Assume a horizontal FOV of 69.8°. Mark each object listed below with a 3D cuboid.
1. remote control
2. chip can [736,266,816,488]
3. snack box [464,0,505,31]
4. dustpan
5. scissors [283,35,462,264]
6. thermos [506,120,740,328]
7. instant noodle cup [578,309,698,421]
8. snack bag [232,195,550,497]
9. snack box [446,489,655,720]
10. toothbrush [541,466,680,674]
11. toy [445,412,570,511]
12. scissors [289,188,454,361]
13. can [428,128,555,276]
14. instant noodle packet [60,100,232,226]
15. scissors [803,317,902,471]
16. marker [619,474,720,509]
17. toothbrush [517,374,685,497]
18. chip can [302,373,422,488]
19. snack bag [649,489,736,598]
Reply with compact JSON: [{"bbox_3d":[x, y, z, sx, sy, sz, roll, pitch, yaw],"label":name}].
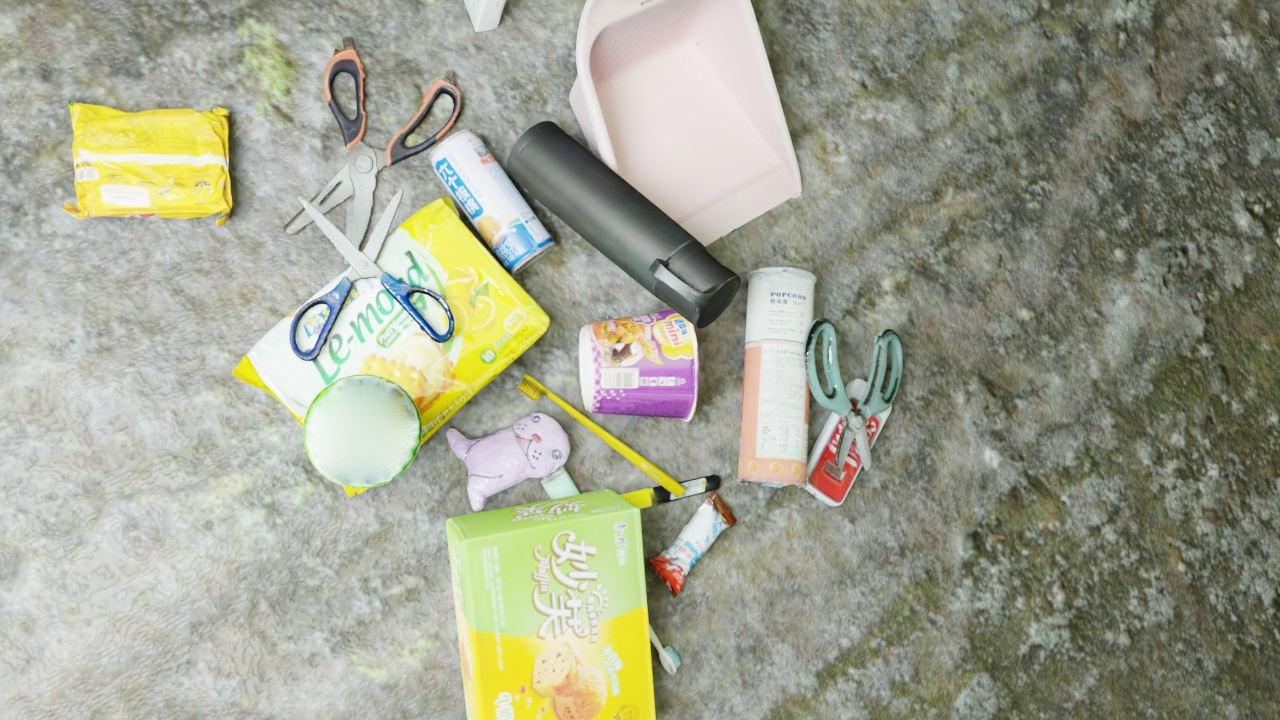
[{"bbox_3d":[0.216,0.085,0.965,0.056,0.020,0.135,36,73,-9],"label":"remote control"},{"bbox_3d":[0.137,0.019,0.922,0.071,0.071,0.214,7,79,-17],"label":"chip can"},{"bbox_3d":[-0.168,-0.408,0.880,0.026,0.085,0.157,-19,88,-19],"label":"snack box"},{"bbox_3d":[0.046,-0.249,0.899,0.222,0.139,0.273,-34,92,-21],"label":"dustpan"},{"bbox_3d":[-0.251,-0.202,0.858,0.188,0.015,0.226,-14,87,-20],"label":"scissors"},{"bbox_3d":[-0.020,-0.127,0.835,0.242,0.090,0.068,41,102,19],"label":"thermos"},{"bbox_3d":[-0.005,0.005,0.864,0.099,0.112,0.111,-3,82,-9],"label":"instant noodle cup"},{"bbox_3d":[-0.209,-0.015,0.813,0.246,0.068,0.158,-44,96,-18],"label":"snack bag"},{"bbox_3d":[-0.076,0.229,0.791,0.157,0.070,0.210,-7,99,-21],"label":"snack box"},{"bbox_3d":[-0.025,0.200,0.863,0.224,0.027,0.027,59,39,-2],"label":"toothbrush"},{"bbox_3d":[-0.118,0.084,0.845,0.108,0.039,0.084,-20,67,-19],"label":"toy"},{"bbox_3d":[-0.234,-0.067,0.770,0.173,0.012,0.162,46,73,-6],"label":"scissors"},{"bbox_3d":[-0.140,-0.149,0.865,0.053,0.053,0.134,-37,94,-20],"label":"can"},{"bbox_3d":[-0.418,-0.166,0.781,0.128,0.044,0.110,-3,76,-23],"label":"instant noodle packet"},{"bbox_3d":[0.228,0.021,0.943,0.180,0.019,0.170,-31,106,-37],"label":"scissors"},{"bbox_3d":[0.024,0.131,0.898,0.124,0.015,0.018,-10,79,-23],"label":"marker"},{"bbox_3d":[-0.037,0.075,0.878,0.190,0.016,0.016,36,77,-6],"label":"toothbrush"},{"bbox_3d":[-0.196,0.052,0.657,0.072,0.221,0.072,1,84,-16],"label":"chip can"},{"bbox_3d":[0.052,0.177,0.893,0.104,0.026,0.048,-44,108,-19],"label":"snack bag"}]
